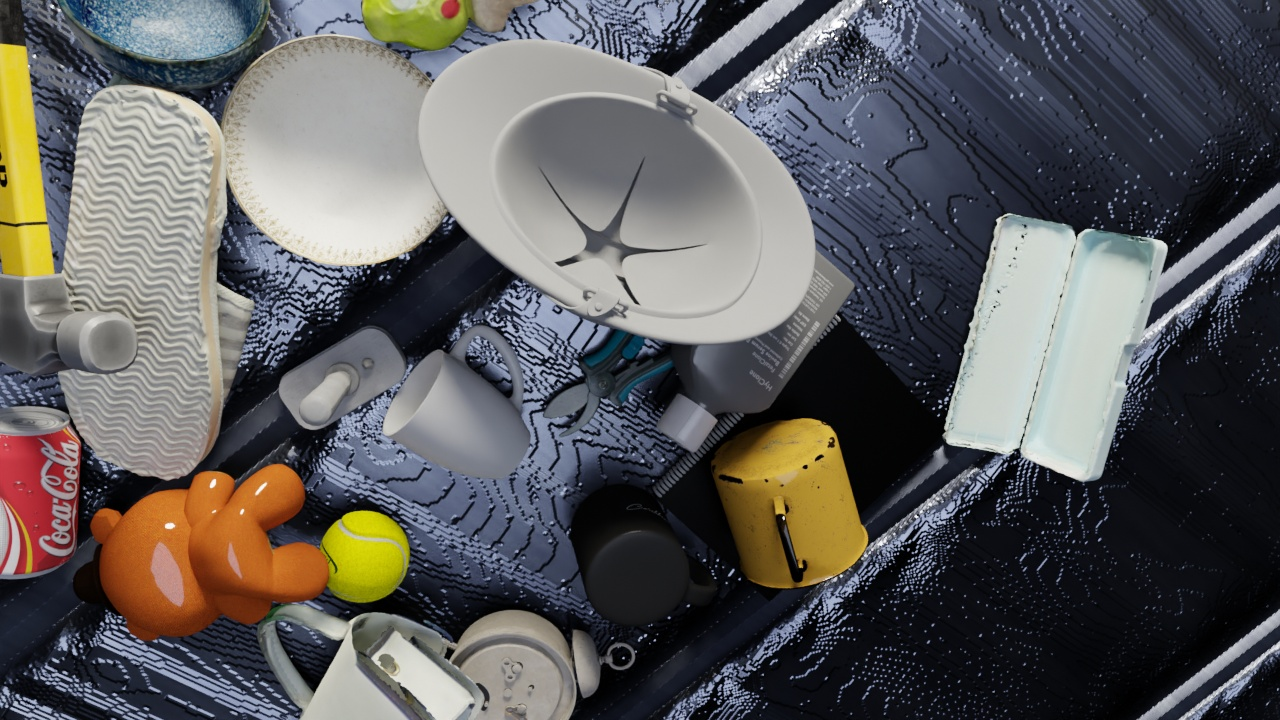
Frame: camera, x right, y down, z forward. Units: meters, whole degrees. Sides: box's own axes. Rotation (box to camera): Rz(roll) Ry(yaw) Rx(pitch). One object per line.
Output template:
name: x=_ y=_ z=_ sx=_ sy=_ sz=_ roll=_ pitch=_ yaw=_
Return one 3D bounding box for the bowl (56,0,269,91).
bowl: x=-0.290 y=-0.205 z=0.562 sx=0.114 sy=0.061 sz=0.114 roll=11 pitch=59 yaw=-19

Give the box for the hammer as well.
hammer: x=-0.373 y=-0.152 z=0.535 sx=0.170 sy=0.034 sz=0.325 roll=8 pitch=104 yaw=29

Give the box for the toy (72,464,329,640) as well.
toy: x=-0.311 y=0.137 z=0.638 sx=0.176 sy=0.096 sz=0.112 roll=-14 pitch=97 yaw=-2

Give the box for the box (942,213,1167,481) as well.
box: x=0.330 y=-0.010 z=0.739 sx=0.126 sy=0.074 sz=0.197 roll=11 pitch=102 yaw=6

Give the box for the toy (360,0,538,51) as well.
toy: x=-0.113 y=-0.239 z=0.561 sx=0.117 sy=0.043 sz=0.092 roll=-6 pitch=107 yaw=-11

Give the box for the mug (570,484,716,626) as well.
mug: x=0.006 y=0.155 z=0.709 sx=0.113 sy=0.088 sz=0.078 roll=24 pitch=99 yaw=-16

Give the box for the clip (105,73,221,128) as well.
clip: x=-0.304 y=-0.161 z=0.597 sx=0.076 sy=0.042 sz=0.023 roll=33 pitch=98 yaw=-16

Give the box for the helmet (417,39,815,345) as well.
helmet: x=-0.024 y=-0.094 z=0.628 sx=0.271 sy=0.118 sz=0.183 roll=23 pitch=68 yaw=-12

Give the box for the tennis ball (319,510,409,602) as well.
tennis ball: x=-0.204 y=0.144 z=0.677 sx=0.065 sy=0.065 sz=0.065 roll=-3 pitch=105 yaw=-10

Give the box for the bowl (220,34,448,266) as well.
bowl: x=-0.192 y=-0.138 z=0.605 sx=0.145 sy=0.063 sz=0.145 roll=-3 pitch=106 yaw=-10

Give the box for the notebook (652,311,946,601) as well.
notebook: x=0.131 y=0.081 z=0.752 sx=0.207 sy=0.016 sz=0.149 roll=-45 pitch=109 yaw=3

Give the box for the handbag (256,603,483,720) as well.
handbag: x=-0.215 y=0.245 z=0.691 sx=0.176 sy=0.073 sz=0.152 roll=38 pitch=118 yaw=13

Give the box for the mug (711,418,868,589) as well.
mug: x=0.109 y=0.108 z=0.682 sx=0.101 sy=0.123 sz=0.094 roll=-15 pitch=108 yaw=13

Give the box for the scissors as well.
scissors: x=-0.005 y=-0.003 z=0.701 sx=0.124 sy=0.019 sz=0.156 roll=8 pitch=103 yaw=-13

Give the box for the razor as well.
razor: x=-0.208 y=0.021 z=0.617 sx=0.088 sy=0.116 sz=0.047 roll=-31 pitch=103 yaw=-2

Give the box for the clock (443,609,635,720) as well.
clock: x=-0.082 y=0.245 z=0.732 sx=0.157 sy=0.061 sz=0.103 roll=-10 pitch=105 yaw=0

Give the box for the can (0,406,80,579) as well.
can: x=-0.418 y=0.089 z=0.622 sx=0.064 sy=0.064 sz=0.105 roll=7 pitch=103 yaw=-13

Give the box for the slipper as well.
slipper: x=-0.313 y=-0.044 z=0.594 sx=0.114 sy=0.054 sz=0.273 roll=12 pitch=118 yaw=-7

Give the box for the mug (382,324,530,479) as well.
mug: x=-0.120 y=0.031 z=0.670 sx=0.089 sy=0.071 sz=0.107 roll=36 pitch=68 yaw=-26

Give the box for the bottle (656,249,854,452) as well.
bottle: x=0.074 y=-0.011 z=0.683 sx=0.083 sy=0.046 sz=0.173 roll=37 pitch=85 yaw=-19
